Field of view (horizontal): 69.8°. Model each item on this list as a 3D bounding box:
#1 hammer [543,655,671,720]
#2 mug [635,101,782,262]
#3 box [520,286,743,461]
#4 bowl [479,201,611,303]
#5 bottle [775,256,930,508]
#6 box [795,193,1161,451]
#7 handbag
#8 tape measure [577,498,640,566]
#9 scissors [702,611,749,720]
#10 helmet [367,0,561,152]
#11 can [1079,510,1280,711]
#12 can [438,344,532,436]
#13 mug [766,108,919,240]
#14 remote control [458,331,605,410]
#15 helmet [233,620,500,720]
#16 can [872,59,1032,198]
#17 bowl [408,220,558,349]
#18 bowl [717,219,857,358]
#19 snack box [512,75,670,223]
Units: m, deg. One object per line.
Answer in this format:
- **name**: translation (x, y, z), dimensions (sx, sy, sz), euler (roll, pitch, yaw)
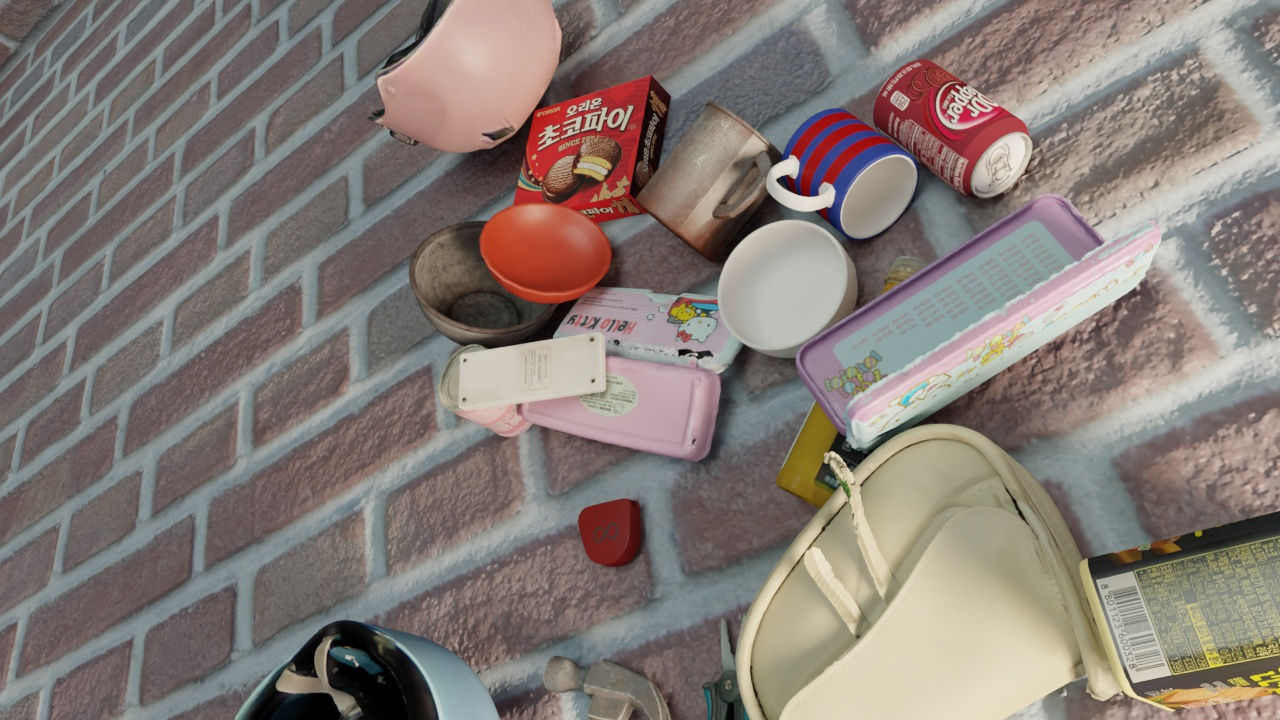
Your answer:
- **hammer**: translation (-0.072, 0.349, 0.599), dimensions (0.120, 0.031, 0.330), euler (0, 44, 31)
- **mug**: translation (0.065, -0.143, 0.764), dimensions (0.110, 0.096, 0.123), euler (-56, 25, 9)
- **box**: translation (-0.010, 0.001, 0.783), dimensions (0.202, 0.059, 0.155), euler (9, 74, 39)
- **bowl**: translation (-0.090, -0.095, 0.859), dimensions (0.035, 0.122, 0.121), euler (106, 152, -50)
- **bottle**: translation (0.159, 0.016, 0.648), dimensions (0.053, 0.053, 0.186), euler (23, 83, 42)
- **box**: translation (0.203, -0.033, 0.571), dimensions (0.214, 0.092, 0.089), euler (-32, 69, 1)
- **handbag**: translation (0.151, 0.157, 0.543), dimensions (0.229, 0.131, 0.184), euler (-42, 56, 17)
- **tape measure**: translation (-0.025, 0.143, 0.751), dimensions (0.059, 0.019, 0.051), euler (-19, 60, 38)
- **scissors**: translation (0.063, 0.257, 0.628), dimensions (0.121, 0.019, 0.150), euler (-48, 43, 13)
- **helmet**: translation (-0.175, -0.324, 0.989), dimensions (0.230, 0.152, 0.256), euler (-63, 18, -8)
- **can**: translation (0.288, 0.125, 0.446), dimensions (0.101, 0.130, 0.072), euler (-25, 56, 29)
- **can**: translation (-0.137, 0.029, 0.852), dimensions (0.067, 0.076, 0.067), euler (-17, 59, 30)
- **mug**: translation (0.144, -0.140, 0.701), dimensions (0.076, 0.111, 0.075), euler (53, 147, 40)
- **remote control**: translation (-0.094, 0.010, 0.783), dimensions (0.136, 0.011, 0.050), euler (-9, 70, 20)
- **helmet**: translation (-0.212, 0.331, 0.702), dimensions (0.266, 0.166, 0.225), euler (-32, 50, 19)
- **can**: translation (0.228, -0.171, 0.677), dimensions (0.063, 0.063, 0.114), euler (-45, 49, 12)
- **bowl**: translation (-0.149, -0.061, 0.887), dimensions (0.067, 0.144, 0.144), euler (106, 152, -50)
- **bowl**: translation (0.117, -0.051, 0.706), dimensions (0.105, 0.054, 0.104), euler (-11, 69, 31)
- **snack box**: translation (-0.052, -0.203, 0.925), dimensions (0.152, 0.036, 0.132), euler (-5, 66, 36)
